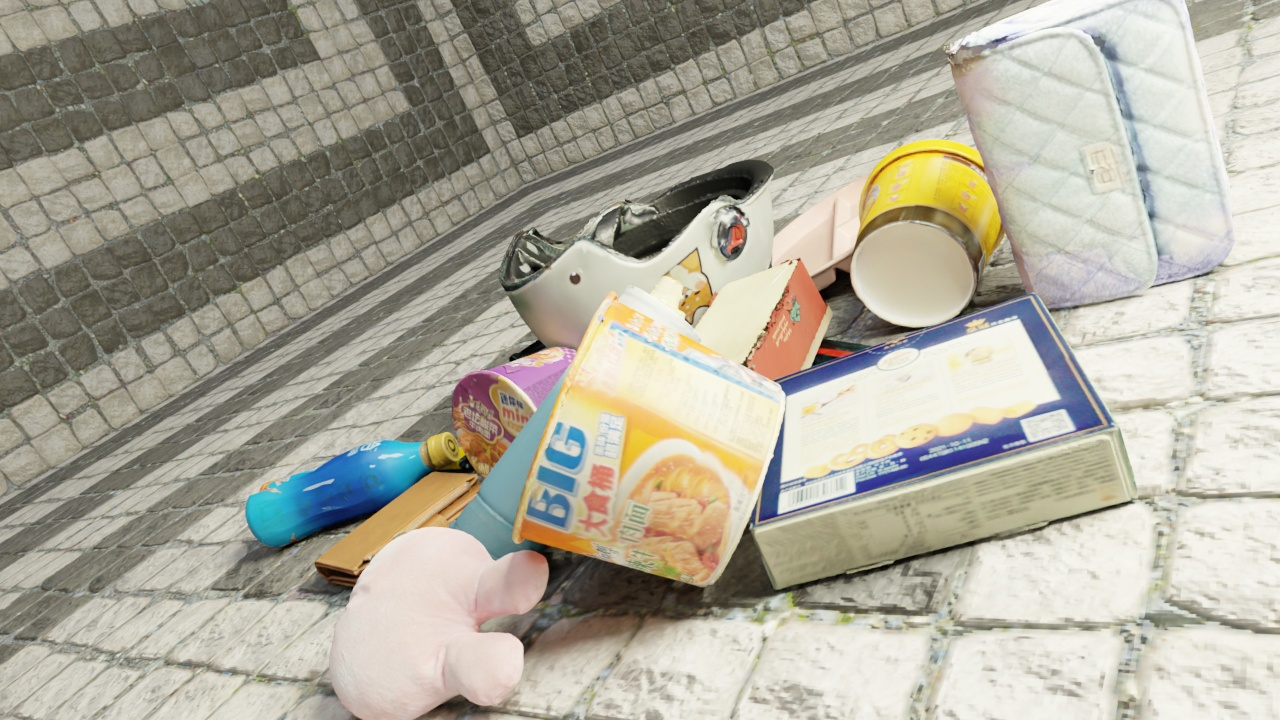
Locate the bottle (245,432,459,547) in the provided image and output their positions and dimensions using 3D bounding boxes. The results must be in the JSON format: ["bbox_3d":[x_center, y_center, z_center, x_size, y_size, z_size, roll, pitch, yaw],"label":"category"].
[{"bbox_3d":[-0.273,0.119,0.879,0.219,0.065,0.065,-21,18,16],"label":"bottle"}]

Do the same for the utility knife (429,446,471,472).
[{"bbox_3d":[-0.214,0.103,0.922,0.181,0.015,0.033,-10,19,43],"label":"utility knife"}]

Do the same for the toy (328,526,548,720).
[{"bbox_3d":[-0.120,0.155,0.541,0.160,0.054,0.121,-7,54,38],"label":"toy"}]

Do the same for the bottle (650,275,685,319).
[{"bbox_3d":[-0.004,0.004,0.715,0.149,0.066,0.067,-66,21,1],"label":"bottle"}]

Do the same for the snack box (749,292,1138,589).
[{"bbox_3d":[0.158,0.039,0.524,0.178,0.046,0.182,-20,18,19],"label":"snack box"}]

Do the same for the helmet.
[{"bbox_3d":[0.013,-0.074,0.864,0.273,0.157,0.230,-24,18,-22],"label":"helmet"}]

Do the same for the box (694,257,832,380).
[{"bbox_3d":[0.078,-0.014,0.707,0.092,0.075,0.167,-19,23,36],"label":"box"}]

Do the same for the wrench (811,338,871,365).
[{"bbox_3d":[0.136,-0.014,0.760,0.056,0.016,0.273,-34,18,-7],"label":"wrench"}]

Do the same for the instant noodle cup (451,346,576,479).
[{"bbox_3d":[-0.088,0.043,0.776,0.112,0.111,0.099,-11,15,41],"label":"instant noodle cup"}]

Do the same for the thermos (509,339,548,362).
[{"bbox_3d":[-0.016,-0.034,0.976,0.242,0.068,0.090,-34,50,-19],"label":"thermos"}]

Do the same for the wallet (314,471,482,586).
[{"bbox_3d":[-0.197,0.139,0.767,0.108,0.031,0.131,-9,25,50],"label":"wallet"}]

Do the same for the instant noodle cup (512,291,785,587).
[{"bbox_3d":[0.008,0.050,0.515,0.111,0.152,0.151,22,26,2],"label":"instant noodle cup"}]

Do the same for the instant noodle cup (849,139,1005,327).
[{"bbox_3d":[0.222,-0.095,0.718,0.119,0.118,0.114,-14,29,35],"label":"instant noodle cup"}]

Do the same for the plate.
[{"bbox_3d":[0.198,-0.127,0.917,0.230,0.028,0.229,-35,15,11],"label":"plate"}]

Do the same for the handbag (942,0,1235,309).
[{"bbox_3d":[0.291,-0.136,0.590,0.134,0.194,0.075,-13,24,36],"label":"handbag"}]

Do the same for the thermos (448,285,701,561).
[{"bbox_3d":[-0.045,0.054,0.623,0.220,0.070,0.070,-54,21,-4],"label":"thermos"}]
